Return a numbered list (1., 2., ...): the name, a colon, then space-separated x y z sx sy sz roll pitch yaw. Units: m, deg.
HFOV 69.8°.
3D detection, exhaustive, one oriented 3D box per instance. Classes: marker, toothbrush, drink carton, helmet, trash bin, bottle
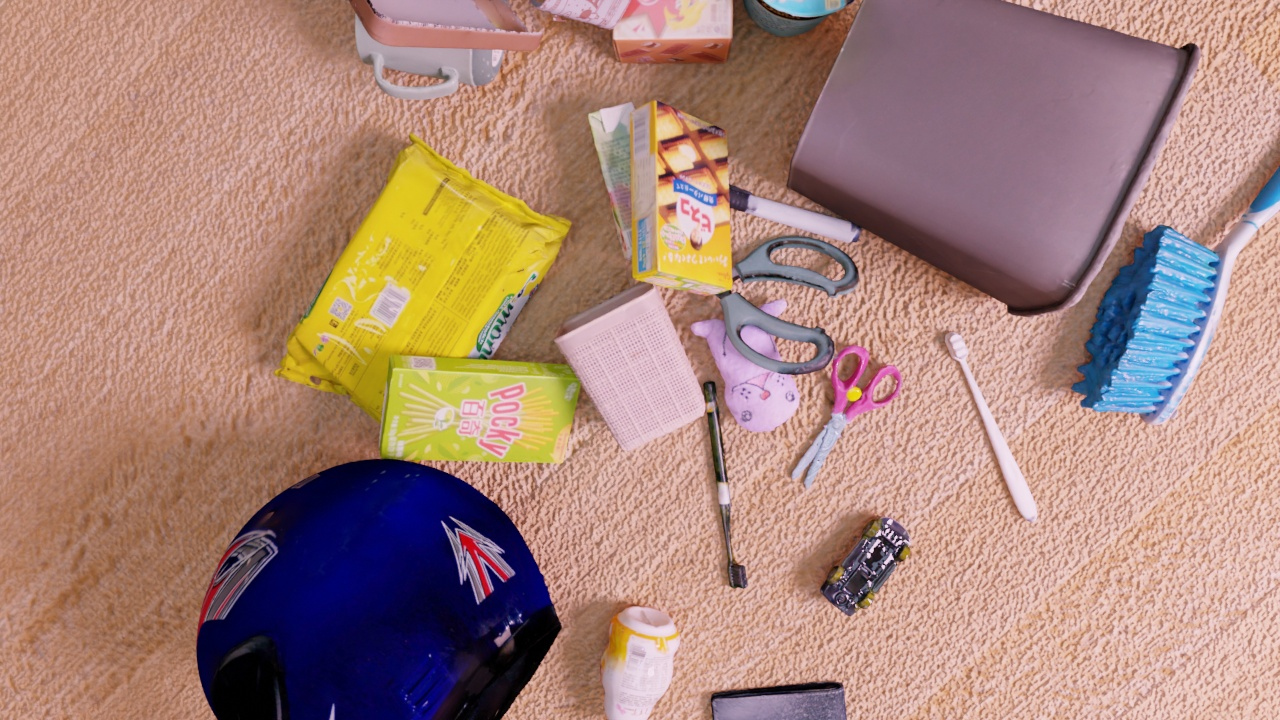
1. marker: 0.123 -0.126 0.777 0.131 0.018 0.022 15 87 1
2. toothbrush: 0.074 0.110 0.801 0.012 0.017 0.186 -11 95 -35
3. drink carton: -0.007 -0.148 0.763 0.045 0.053 0.122 -15 95 2
4. helmet: -0.220 0.222 0.720 0.240 0.246 0.316 38 119 13
5. trash bin: 0.242 -0.167 0.689 0.220 0.199 0.198 26 94 7
6. bottle: -0.005 0.272 0.795 0.063 0.063 0.108 13 95 1
7. toothbrush: 0.302 0.058 0.786 0.016 0.016 0.180 -24 94 6

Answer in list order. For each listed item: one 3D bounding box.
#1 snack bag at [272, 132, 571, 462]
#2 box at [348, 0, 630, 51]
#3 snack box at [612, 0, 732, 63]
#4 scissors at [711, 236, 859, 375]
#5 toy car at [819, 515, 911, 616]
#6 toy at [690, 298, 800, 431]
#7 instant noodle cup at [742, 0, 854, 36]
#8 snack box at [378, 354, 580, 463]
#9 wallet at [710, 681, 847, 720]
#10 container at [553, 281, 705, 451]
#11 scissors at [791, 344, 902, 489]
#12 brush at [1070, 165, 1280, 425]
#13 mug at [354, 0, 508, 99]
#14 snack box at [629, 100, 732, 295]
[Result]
1. snack bag: -0.188 -0.054 0.773 0.158 0.068 0.246 33 97 -1
2. box: -0.104 -0.339 0.650 0.180 0.217 0.158 58 139 27
3. snack box: 0.026 -0.294 0.736 0.094 0.077 0.093 1 95 3
4. scissors: 0.090 -0.044 0.760 0.179 0.019 0.161 3 67 6
5. toy car: 0.194 0.175 0.792 0.042 0.035 0.090 39 90 -3
6. toy: 0.098 0.007 0.779 0.084 0.039 0.108 -18 90 -1
7. instant noodle cup: 0.121 -0.307 0.709 0.111 0.120 0.111 0 95 1
8. snack box: -0.131 0.042 0.757 0.156 0.026 0.086 4 116 -23
9. wallet: 0.126 0.340 0.820 0.121 0.019 0.097 -7 96 5
10. container: -0.004 0.004 0.757 0.090 0.090 0.111 -26 100 5
11. scissors: 0.178 0.056 0.795 0.072 0.017 0.137 21 100 -9
12. brush: 0.466 -0.090 0.751 0.109 0.060 0.314 21 93 -5
13. mug: -0.168 -0.259 0.738 0.106 0.082 0.111 12 72 -3
14. snack box: 0.033 -0.127 0.733 0.034 0.086 0.140 -8 78 45
